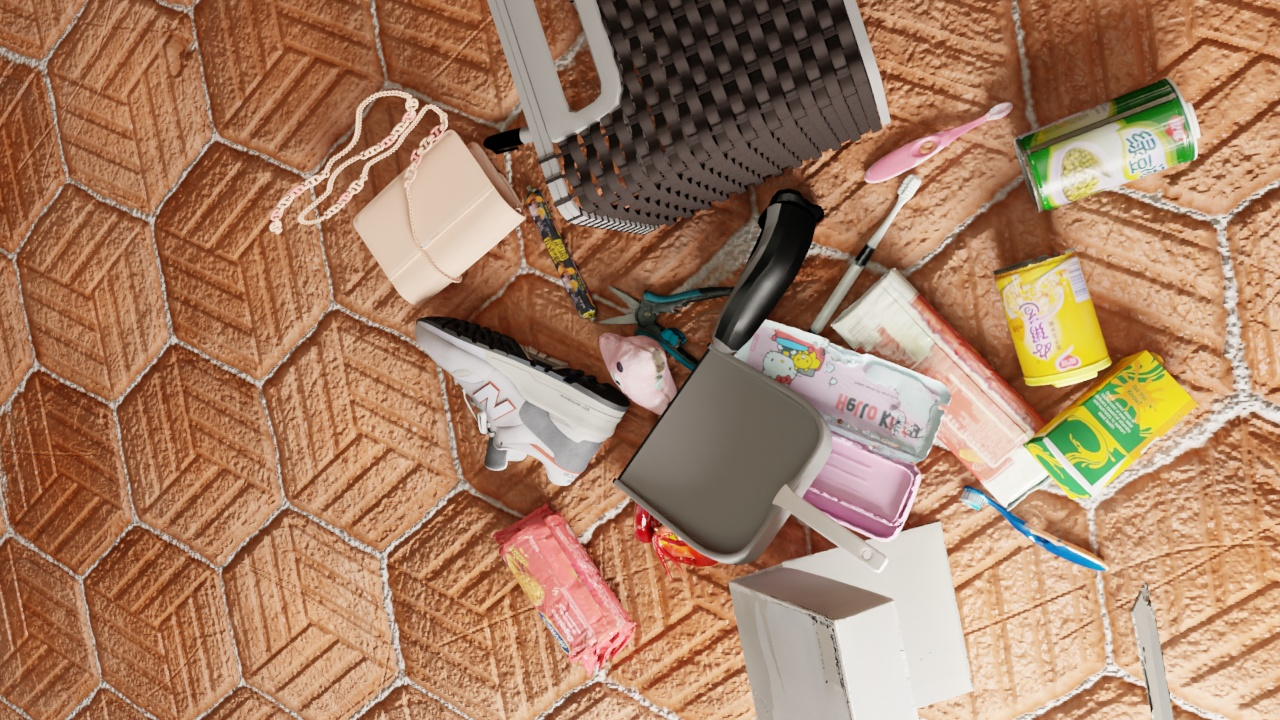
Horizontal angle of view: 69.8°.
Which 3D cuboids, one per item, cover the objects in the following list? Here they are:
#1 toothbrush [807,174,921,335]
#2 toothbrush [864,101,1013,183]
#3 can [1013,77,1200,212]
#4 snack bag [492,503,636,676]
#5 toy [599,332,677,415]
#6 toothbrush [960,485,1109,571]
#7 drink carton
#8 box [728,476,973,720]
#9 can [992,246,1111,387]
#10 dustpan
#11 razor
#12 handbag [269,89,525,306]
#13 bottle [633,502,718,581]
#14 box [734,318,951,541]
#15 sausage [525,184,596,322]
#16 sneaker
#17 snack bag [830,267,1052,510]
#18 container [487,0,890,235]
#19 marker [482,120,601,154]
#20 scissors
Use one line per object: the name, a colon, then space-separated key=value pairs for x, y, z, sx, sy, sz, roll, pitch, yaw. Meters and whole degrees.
toothbrush: x=0.196 y=-0.087 z=0.834 sx=0.012 sy=0.017 sz=0.187 roll=42 pitch=110 yaw=33
toothbrush: x=0.258 y=-0.190 z=0.799 sx=0.135 sy=0.016 sz=0.021 roll=-26 pitch=87 yaw=21
can: x=0.370 y=-0.170 z=0.732 sx=0.121 sy=0.067 sz=0.067 roll=-20 pitch=89 yaw=22
snack bag: x=-0.075 y=0.233 z=0.944 sx=0.082 sy=0.082 sz=0.176 roll=-37 pitch=84 yaw=20
toy: x=-0.005 y=0.005 z=0.897 sx=0.052 sy=0.099 sz=0.096 roll=-42 pitch=52 yaw=-20
toothbrush: x=0.345 y=0.150 z=0.806 sx=0.135 sy=0.022 sz=0.017 roll=30 pitch=65 yaw=15
drink carton: x=0.383 y=0.051 z=0.746 sx=0.122 sy=0.041 sz=0.058 roll=-39 pitch=82 yaw=-5
box: x=0.215 y=0.242 z=0.857 sx=0.165 sy=0.445 sz=0.167 roll=-10 pitch=93 yaw=28
can: x=0.340 y=-0.034 z=0.760 sx=0.068 sy=0.067 sz=0.105 roll=-17 pitch=90 yaw=21
dustpan: x=0.105 y=0.105 z=0.795 sx=0.258 sy=0.033 sz=0.163 roll=34 pitch=88 yaw=33
razor: x=0.112 y=-0.077 z=0.835 sx=0.060 sy=0.057 sz=0.156 roll=19 pitch=86 yaw=56
handbag: x=-0.234 y=-0.138 z=0.898 sx=0.199 sy=0.187 sz=0.116 roll=-37 pitch=76 yaw=16
bottle: x=0.053 y=0.153 z=0.876 sx=0.111 sy=0.098 sz=0.099 roll=7 pitch=99 yaw=17
box: x=0.164 y=0.059 z=0.835 sx=0.201 sy=0.041 sz=0.154 roll=24 pitch=97 yaw=29
sausage: x=-0.082 y=-0.109 z=0.935 sx=0.020 sy=0.020 sz=0.155 roll=-26 pitch=87 yaw=21
sneaker: x=-0.139 y=0.048 z=0.939 sx=0.240 sy=0.088 sz=0.124 roll=23 pitch=101 yaw=13
snack bag: x=0.273 y=0.023 z=0.808 sx=0.225 sy=0.041 sz=0.078 roll=47 pitch=110 yaw=8
container: x=0.048 y=-0.264 z=0.751 sx=0.244 sy=0.245 sz=0.247 roll=-18 pitch=90 yaw=18
marker: x=-0.098 y=-0.230 z=0.930 sx=0.139 sy=0.016 sz=0.022 roll=-6 pitch=125 yaw=20
scissors: x=0.035 y=-0.045 z=0.899 sx=0.148 sy=0.019 sz=0.118 roll=41 pitch=109 yaw=13
